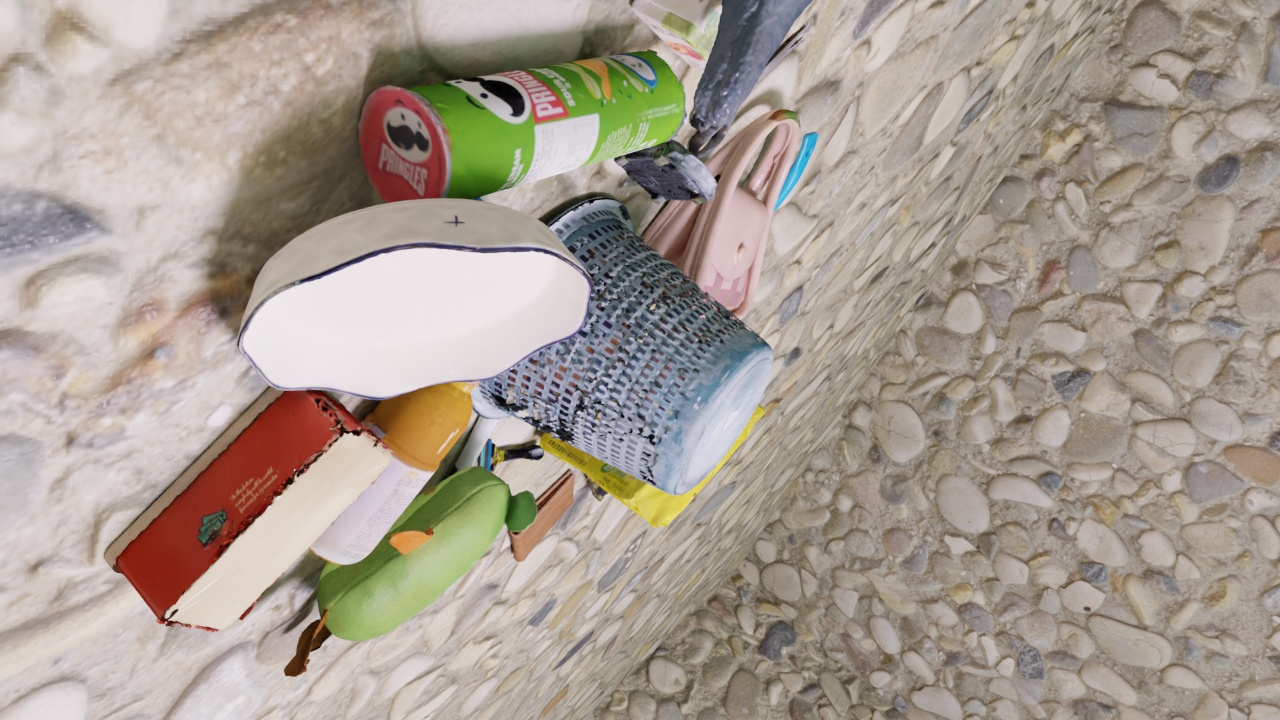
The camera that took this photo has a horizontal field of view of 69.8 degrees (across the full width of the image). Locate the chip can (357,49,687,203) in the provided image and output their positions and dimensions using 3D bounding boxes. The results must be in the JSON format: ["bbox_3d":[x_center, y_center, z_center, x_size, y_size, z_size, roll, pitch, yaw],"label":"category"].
[{"bbox_3d":[-0.062,-0.150,0.582,0.235,0.072,0.072,-30,152,-48],"label":"chip can"}]

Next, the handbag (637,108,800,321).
[{"bbox_3d":[0.095,-0.154,0.954,0.234,0.093,0.193,-63,161,11],"label":"handbag"}]

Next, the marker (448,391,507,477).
[{"bbox_3d":[-0.161,0.084,0.881,0.131,0.018,0.022,-59,179,24],"label":"marker"}]

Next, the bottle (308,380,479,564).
[{"bbox_3d":[-0.188,0.068,0.708,0.189,0.068,0.068,-51,162,1],"label":"bottle"}]

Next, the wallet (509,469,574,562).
[{"bbox_3d":[-0.126,0.203,1.194,0.115,0.020,0.101,-45,163,-25],"label":"wallet"}]

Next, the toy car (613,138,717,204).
[{"bbox_3d":[0.021,-0.152,0.721,0.036,0.054,0.121,-50,-154,-5],"label":"toy car"}]

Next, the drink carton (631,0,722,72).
[{"bbox_3d":[0.045,-0.248,0.679,0.045,0.053,0.122,-59,160,11],"label":"drink carton"}]

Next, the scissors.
[{"bbox_3d":[0.101,-0.254,0.871,0.172,0.014,0.146,-30,151,-53],"label":"scissors"}]

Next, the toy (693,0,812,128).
[{"bbox_3d":[0.105,-0.325,0.579,0.137,0.091,0.357,-39,146,-68],"label":"toy"}]

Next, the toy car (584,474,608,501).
[{"bbox_3d":[-0.055,0.160,1.248,0.042,0.035,0.090,-47,161,-17],"label":"toy car"}]

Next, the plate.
[{"bbox_3d":[-0.131,-0.033,0.547,0.205,0.045,0.205,-14,162,-5],"label":"plate"}]

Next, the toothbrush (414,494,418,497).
[{"bbox_3d":[-0.208,0.150,0.895,0.016,0.018,0.192,-45,161,-16],"label":"toothbrush"}]

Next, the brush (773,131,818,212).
[{"bbox_3d":[0.139,-0.158,1.069,0.083,0.046,0.255,-26,155,-45],"label":"brush"}]

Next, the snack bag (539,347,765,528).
[{"bbox_3d":[0.003,0.073,0.949,0.158,0.247,0.068,-47,121,-12],"label":"snack bag"}]

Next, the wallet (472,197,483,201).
[{"bbox_3d":[-0.137,-0.063,0.631,0.106,0.040,0.133,-44,162,-6],"label":"wallet"}]

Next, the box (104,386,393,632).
[{"bbox_3d":[-0.248,0.101,0.610,0.168,0.079,0.091,-47,161,-10],"label":"box"}]

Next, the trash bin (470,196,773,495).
[{"bbox_3d":[-0.005,0.005,0.788,0.226,0.195,0.227,-47,159,-25],"label":"trash bin"}]

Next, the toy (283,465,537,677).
[{"bbox_3d":[-0.211,0.180,0.814,0.246,0.090,0.227,-37,176,-21],"label":"toy"}]

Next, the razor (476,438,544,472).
[{"bbox_3d":[-0.138,0.099,0.961,0.142,0.022,0.042,5,90,-70],"label":"razor"}]
